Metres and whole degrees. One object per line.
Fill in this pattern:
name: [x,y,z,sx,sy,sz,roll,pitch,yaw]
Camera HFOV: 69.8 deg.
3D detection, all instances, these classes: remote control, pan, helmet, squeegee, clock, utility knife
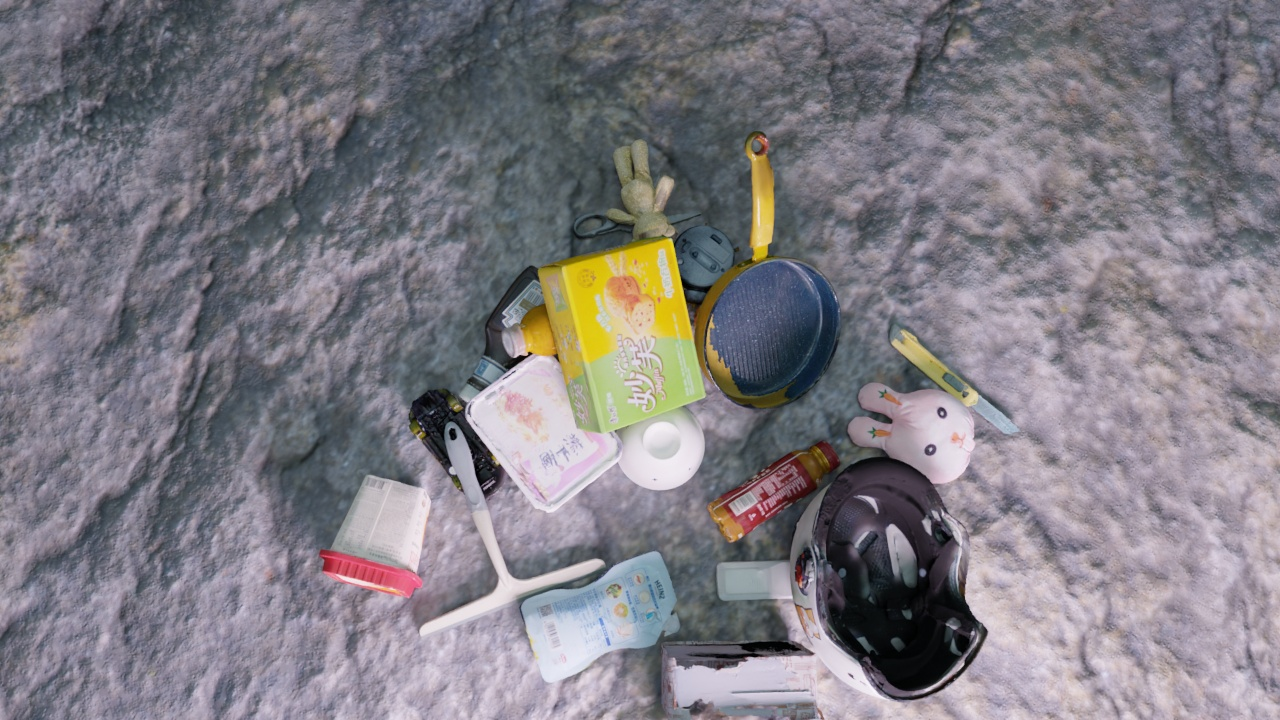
remote control: [0.159,0.279,1.165,0.125,0.024,0.049,-2,81,-3]
pan: [0.151,-0.102,1.112,0.197,0.078,0.358,-21,114,-17]
helmet: [0.272,0.265,1.102,0.229,0.157,0.274,-9,76,-27]
squeegee: [-0.195,0.193,1.133,0.246,0.039,0.246,-19,93,-5]
clock: [0.072,-0.122,1.211,0.082,0.055,0.122,39,82,3]
utility knife: [0.415,0.028,1.224,0.216,0.022,0.031,41,87,0]

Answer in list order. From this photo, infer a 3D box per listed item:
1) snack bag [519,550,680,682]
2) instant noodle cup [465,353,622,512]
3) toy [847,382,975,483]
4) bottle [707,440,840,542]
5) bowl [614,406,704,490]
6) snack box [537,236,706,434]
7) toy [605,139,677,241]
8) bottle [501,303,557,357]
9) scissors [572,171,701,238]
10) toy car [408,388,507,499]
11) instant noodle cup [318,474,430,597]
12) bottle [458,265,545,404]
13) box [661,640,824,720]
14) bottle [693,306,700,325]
snack bag: [-0.046,0.319,1.144,0.191,0.039,0.110,-19,77,-7]
instant noodle cup: [-0.122,0.092,1.160,0.137,0.060,0.173,-37,85,-17]
toy: [0.353,0.091,1.192,0.159,0.054,0.121,17,80,9]
bottle: [0.172,0.163,1.167,0.175,0.057,0.057,-31,83,-7]
bowl: [0.027,0.105,1.168,0.118,0.065,0.118,0,81,-3]
snack box: [-0.020,-0.032,1.115,0.157,0.070,0.210,-18,101,-28]
toy: [0.002,-0.220,1.217,0.105,0.066,0.157,-21,73,22]
bottle: [-0.084,-0.051,1.158,0.189,0.068,0.068,-21,82,-28]
scissors: [-0.002,-0.176,1.238,0.179,0.014,0.159,-9,81,-5]
toy car: [-0.232,0.108,1.167,0.070,0.042,0.158,-36,92,-4]
instant noodle cup: [-0.313,0.214,1.118,0.116,0.116,0.124,15,69,0]
bottle: [-0.168,-0.026,1.192,0.080,0.044,0.194,32,82,3]
box: [0.119,0.428,1.077,0.182,0.152,0.174,0,83,-2]
bottle: [0.147,-0.059,1.204,0.149,0.067,0.066,-15,82,-12]
